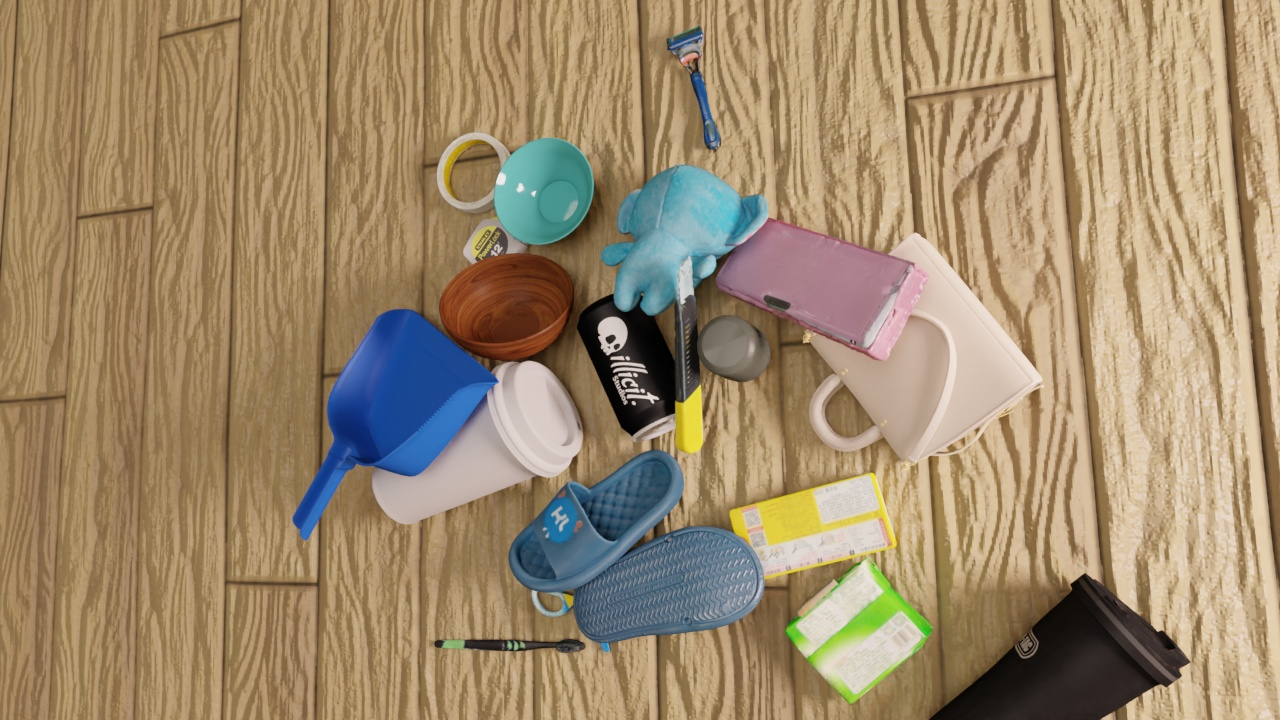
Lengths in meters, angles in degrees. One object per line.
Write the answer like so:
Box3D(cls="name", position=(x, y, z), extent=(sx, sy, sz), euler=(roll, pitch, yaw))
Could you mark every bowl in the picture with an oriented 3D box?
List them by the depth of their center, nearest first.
Box3D(cls="bowl", position=(-0.143, -0.046, 1.018), extent=(0.147, 0.069, 0.147), euler=(-3, 46, 3))
Box3D(cls="bowl", position=(-0.101, -0.186, 1.040), extent=(0.121, 0.046, 0.121), euler=(-2, 83, 19))

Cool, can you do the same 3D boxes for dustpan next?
Box3D(cls="dustpan", position=(-0.287, 0.082, 0.989), extent=(0.246, 0.059, 0.257), euler=(32, 93, 50))

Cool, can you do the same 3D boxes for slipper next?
Box3D(cls="slipper", position=(0.027, 0.232, 0.944), extent=(0.214, 0.059, 0.103), euler=(-19, 68, 22))
Box3D(cls="slipper", position=(-0.050, 0.167, 0.961), extent=(0.214, 0.059, 0.103), euler=(-34, 47, 7))

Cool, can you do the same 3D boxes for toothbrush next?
Box3D(cls="toothbrush", position=(-0.149, 0.316, 1.016), extent=(0.188, 0.017, 0.014), euler=(-6, 84, 20))

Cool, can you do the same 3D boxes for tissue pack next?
Box3D(cls="tissue pack", position=(0.208, 0.261, 0.889), extent=(0.114, 0.034, 0.099), euler=(-44, 75, 9))

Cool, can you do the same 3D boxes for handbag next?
Box3D(cls="handbag", position=(0.244, 0.010, 0.883), extent=(0.198, 0.101, 0.194), euler=(-42, 72, 23))

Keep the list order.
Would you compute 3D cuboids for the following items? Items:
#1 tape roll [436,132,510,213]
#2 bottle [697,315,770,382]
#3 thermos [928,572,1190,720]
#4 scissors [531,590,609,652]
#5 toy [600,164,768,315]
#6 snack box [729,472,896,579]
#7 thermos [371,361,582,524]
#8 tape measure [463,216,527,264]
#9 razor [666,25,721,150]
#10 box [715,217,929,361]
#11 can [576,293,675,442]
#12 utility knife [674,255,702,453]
Box3D(cls="tape roll", position=(-0.197, -0.223, 1.093), extent=(0.094, 0.019, 0.094), euler=(-2, 83, 19))
Box3D(cls="bottle", position=(0.097, -0.009, 0.918), extent=(0.060, 0.108, 0.060), euler=(-2, 83, 19))
Box3D(cls="thermos", position=(0.352, 0.290, 0.805), extent=(0.219, 0.105, 0.106), euler=(-45, 72, 14))
Box3D(cls="scissors", position=(-0.064, 0.258, 0.994), extent=(0.125, 0.016, 0.125), euler=(-25, 77, 14))
Box3D(cls="toy", position=(0.040, -0.116, 0.953), extent=(0.184, 0.115, 0.180), euler=(11, 67, 32))
Box3D(cls="snack box", position=(0.170, 0.168, 0.917), extent=(0.152, 0.025, 0.075), euler=(-18, 78, 16))
Box3D(cls="thermos", position=(-0.184, 0.099, 1.003), extent=(0.222, 0.131, 0.131), euler=(-29, 75, 22))
Box3D(cls="tape measure", position=(-0.170, -0.131, 1.074), extent=(0.065, 0.016, 0.064), euler=(39, 97, 19))
Box3D(cls="razor", position=(0.065, -0.296, 1.011), extent=(0.044, 0.018, 0.141), euler=(-16, 82, 16))
Box3D(cls="box", position=(0.163, -0.079, 0.880), extent=(0.233, 0.041, 0.098), euler=(34, 99, 53))
Box3D(cls="can", position=(-0.006, 0.006, 0.967), extent=(0.080, 0.080, 0.146), euler=(-28, 76, 14))
Box3D(cls="utility knife", position=(0.046, -0.004, 0.900), extent=(0.020, 0.028, 0.198), euler=(14, 111, 45))
